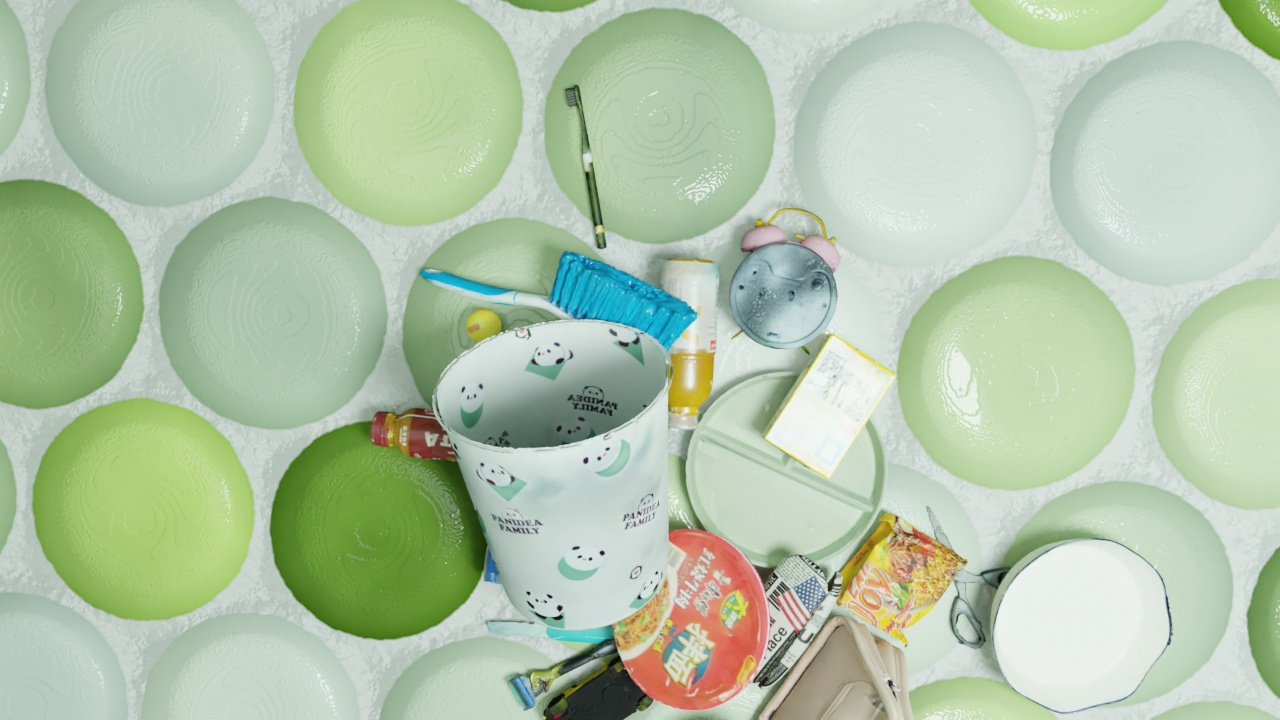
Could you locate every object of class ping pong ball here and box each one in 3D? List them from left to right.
[{"bbox_3d":[-0.178,-0.039,1.045,0.040,0.040,0.040,0,95,2],"label":"ping pong ball"}]

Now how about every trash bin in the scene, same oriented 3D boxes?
[{"bbox_3d":[-0.072,0.120,0.939,0.229,0.229,0.252,-5,122,2],"label":"trash bin"}]

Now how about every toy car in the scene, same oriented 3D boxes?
[{"bbox_3d":[-0.043,0.399,1.077,0.156,0.041,0.071,-37,93,6],"label":"toy car"}]

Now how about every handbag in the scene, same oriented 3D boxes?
[{"bbox_3d":[0.222,0.403,0.972,0.093,0.234,0.193,30,97,-9],"label":"handbag"}]

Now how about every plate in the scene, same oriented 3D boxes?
[{"bbox_3d":[0.167,0.126,1.055,0.230,0.027,0.230,0,95,2],"label":"plate"},{"bbox_3d":[0.492,0.295,1.040,0.205,0.045,0.205,-1,98,-5],"label":"plate"}]

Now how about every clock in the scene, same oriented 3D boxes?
[{"bbox_3d":[0.160,-0.091,1.021,0.117,0.059,0.158,12,97,2],"label":"clock"}]

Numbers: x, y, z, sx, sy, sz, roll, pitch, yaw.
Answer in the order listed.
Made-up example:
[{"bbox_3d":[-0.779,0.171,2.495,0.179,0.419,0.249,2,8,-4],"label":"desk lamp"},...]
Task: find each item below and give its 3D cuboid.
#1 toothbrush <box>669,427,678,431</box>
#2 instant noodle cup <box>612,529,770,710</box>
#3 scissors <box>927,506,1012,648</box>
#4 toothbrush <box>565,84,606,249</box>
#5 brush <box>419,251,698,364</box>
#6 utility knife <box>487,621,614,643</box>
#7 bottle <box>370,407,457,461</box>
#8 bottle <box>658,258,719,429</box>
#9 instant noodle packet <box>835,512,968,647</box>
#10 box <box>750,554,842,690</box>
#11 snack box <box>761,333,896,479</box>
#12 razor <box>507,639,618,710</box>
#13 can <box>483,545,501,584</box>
[{"bbox_3d":[-0.006,0.006,1.056,0.016,0.016,0.180,-33,93,2],"label":"toothbrush"},{"bbox_3d":[0.065,0.286,1.025,0.194,0.065,0.193,-7,77,29],"label":"instant noodle cup"},{"bbox_3d":[0.372,0.254,1.068,0.181,0.014,0.159,7,93,4],"label":"scissors"},{"bbox_3d":[-0.061,-0.218,1.041,0.017,0.012,0.186,-9,95,8],"label":"toothbrush"},{"bbox_3d":[-0.097,-0.074,1.005,0.314,0.060,0.110,27,115,10],"label":"brush"},{"bbox_3d":[-0.070,0.320,1.086,0.222,0.013,0.029,3,97,-1],"label":"utility knife"},{"bbox_3d":[-0.217,0.087,1.049,0.175,0.057,0.057,7,95,2],"label":"bottle"},{"bbox_3d":[0.051,-0.018,1.025,0.068,0.068,0.189,3,94,2],"label":"bottle"},{"bbox_3d":[0.291,0.251,1.048,0.111,0.044,0.128,32,104,4],"label":"instant noodle packet"},{"bbox_3d":[0.158,0.294,1.043,0.087,0.076,0.162,35,102,2],"label":"box"},{"bbox_3d":[0.208,0.050,1.018,0.087,0.033,0.140,32,95,-2],"label":"snack box"},{"bbox_3d":[-0.086,0.363,1.085,0.143,0.022,0.042,-29,99,7],"label":"razor"},{"bbox_3d":[-0.110,0.237,1.060,0.134,0.053,0.053,7,95,1],"label":"can"}]
